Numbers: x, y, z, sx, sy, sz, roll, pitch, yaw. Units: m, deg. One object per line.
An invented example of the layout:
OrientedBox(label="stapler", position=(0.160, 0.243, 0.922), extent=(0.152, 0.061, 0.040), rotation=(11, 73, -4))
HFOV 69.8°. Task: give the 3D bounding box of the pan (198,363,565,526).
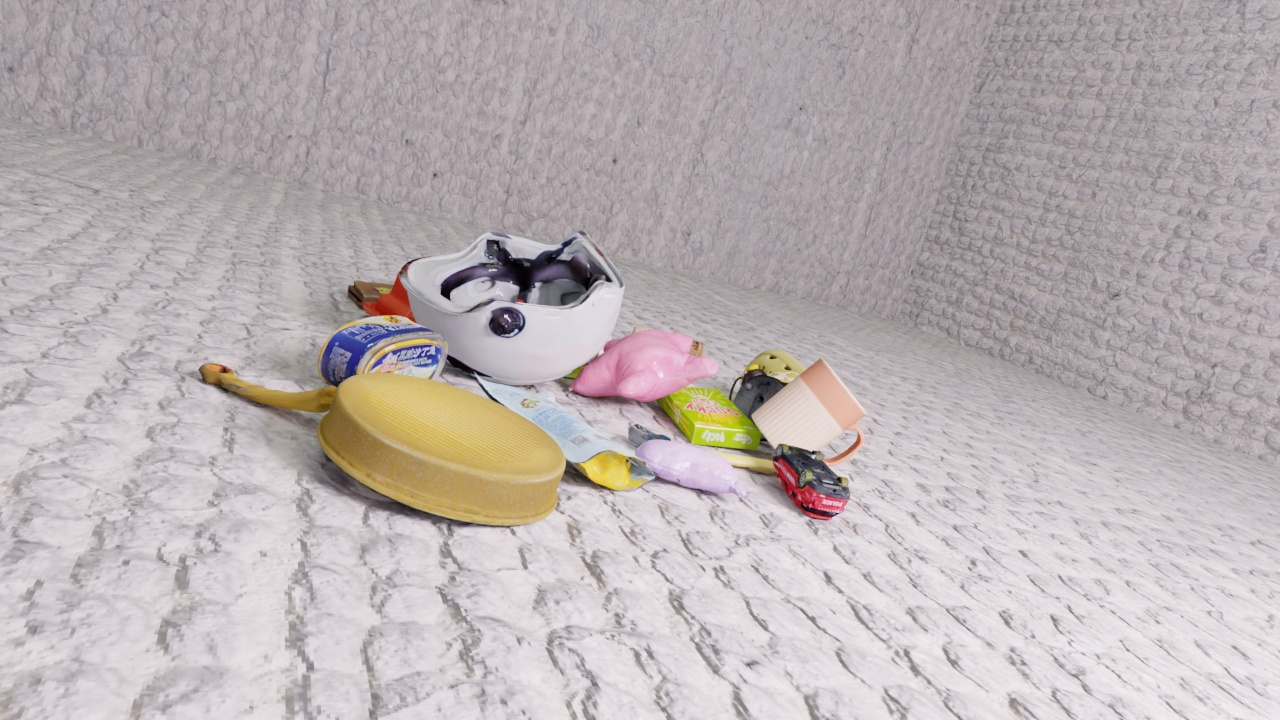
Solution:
OrientedBox(label="pan", position=(-0.229, 0.050, 0.765), extent=(0.357, 0.078, 0.197), rotation=(26, 11, 19))

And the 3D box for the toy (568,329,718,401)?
OrientedBox(label="toy", position=(-0.007, 0.007, 1.149), extent=(0.178, 0.075, 0.194), rotation=(-14, 18, -9))

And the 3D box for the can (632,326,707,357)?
OrientedBox(label="can", position=(0.040, -0.012, 1.407), extent=(0.116, 0.058, 0.058), rotation=(14, 11, -4))

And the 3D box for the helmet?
OrientedBox(label="helmet", position=(-0.149, -0.052, 1.101), extent=(0.258, 0.146, 0.229), rotation=(-8, 28, -13))

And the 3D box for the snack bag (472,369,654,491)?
OrientedBox(label="snack bag", position=(-0.077, 0.063, 0.875), extent=(0.110, 0.039, 0.191), rotation=(10, 15, -45))

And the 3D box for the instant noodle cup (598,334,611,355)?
OrientedBox(label="instant noodle cup", position=(-0.128, -0.056, 1.406), extent=(0.174, 0.060, 0.137), rotation=(21, 12, 35))

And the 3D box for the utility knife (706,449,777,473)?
OrientedBox(label="utility knife", position=(0.143, 0.115, 1.007), extent=(0.188, 0.020, 0.031), rotation=(6, 17, -12))

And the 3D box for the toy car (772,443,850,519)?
OrientedBox(label="toy car", position=(0.171, 0.122, 0.939), extent=(0.053, 0.045, 0.120), rotation=(15, 16, -14))

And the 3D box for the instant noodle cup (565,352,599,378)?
OrientedBox(label="instant noodle cup", position=(-0.095, -0.050, 1.240), extent=(0.111, 0.123, 0.111), rotation=(14, 11, -3))

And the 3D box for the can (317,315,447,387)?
OrientedBox(label="can", position=(-0.254, -0.002, 0.919), extent=(0.049, 0.075, 0.148), rotation=(22, 13, 18))

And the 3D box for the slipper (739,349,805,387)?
OrientedBox(label="slipper", position=(0.188, 0.042, 1.267), extent=(0.081, 0.092, 0.190), rotation=(7, 17, -27))

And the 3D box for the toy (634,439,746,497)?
OrientedBox(label="toy", position=(0.046, 0.101, 0.892), extent=(0.108, 0.039, 0.084), rotation=(14, 10, -6))

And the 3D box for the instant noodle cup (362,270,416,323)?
OrientedBox(label="instant noodle cup", position=(-0.260, -0.068, 1.235), extent=(0.188, 0.079, 0.165), rotation=(7, 13, -39))

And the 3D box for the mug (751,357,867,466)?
OrientedBox(label="mug", position=(0.202, 0.072, 1.058), extent=(0.114, 0.106, 0.081), rotation=(49, 9, -14))

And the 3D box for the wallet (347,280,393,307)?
OrientedBox(label="wallet", position=(-0.361, -0.091, 1.342), extent=(0.115, 0.033, 0.090), rotation=(4, 16, -32))

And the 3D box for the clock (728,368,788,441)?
OrientedBox(label="clock", position=(0.155, 0.057, 1.156), extent=(0.055, 0.082, 0.122), rotation=(10, 12, -46))

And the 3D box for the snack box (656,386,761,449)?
OrientedBox(label="snack box", position=(0.080, 0.067, 1.123), extent=(0.085, 0.026, 0.156), rotation=(6, 15, -16))

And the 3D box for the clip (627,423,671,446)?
OrientedBox(label="clip", position=(0.005, 0.083, 0.971), extent=(0.045, 0.027, 0.058), rotation=(-2, 18, -34))
